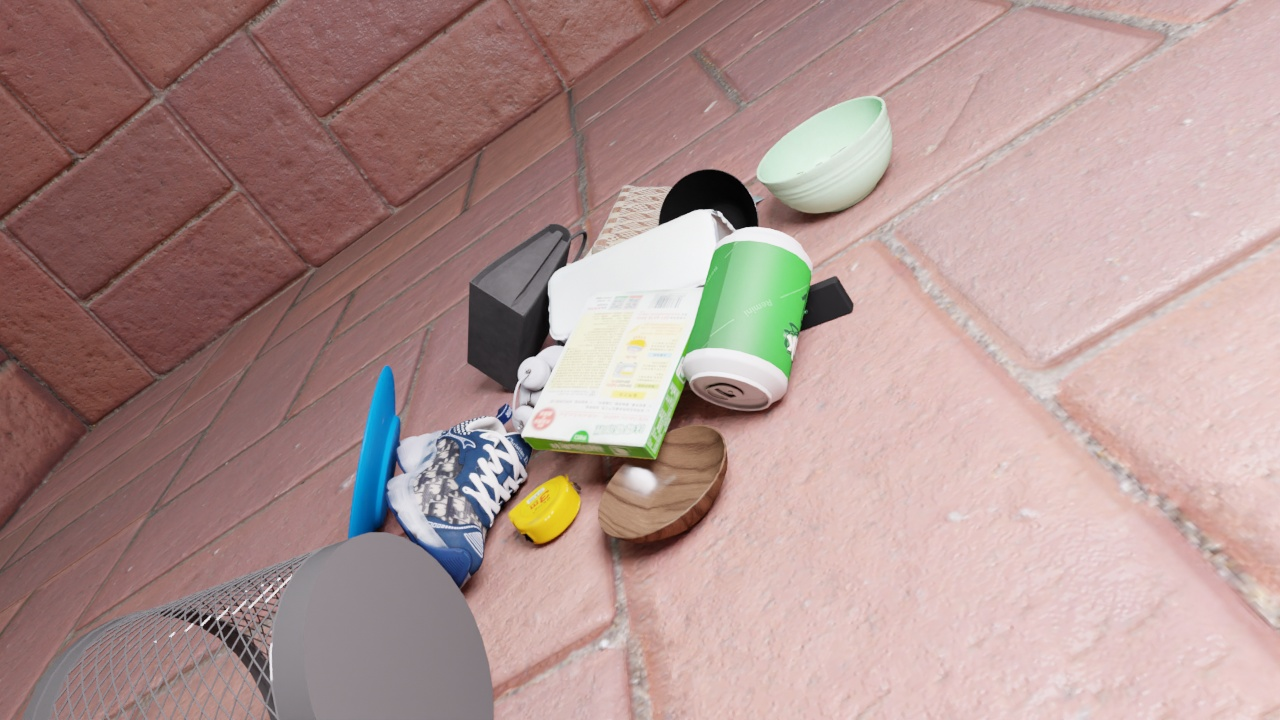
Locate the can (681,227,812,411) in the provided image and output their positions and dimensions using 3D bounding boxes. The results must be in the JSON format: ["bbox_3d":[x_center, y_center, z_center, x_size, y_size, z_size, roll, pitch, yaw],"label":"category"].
[{"bbox_3d":[0.091,-0.035,0.774,0.088,0.087,0.139,-9,58,47],"label":"can"}]

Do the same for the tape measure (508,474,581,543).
[{"bbox_3d":[-0.081,0.135,0.820,0.068,0.030,0.059,-42,24,-5],"label":"tape measure"}]

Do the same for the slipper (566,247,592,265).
[{"bbox_3d":[-0.076,-0.115,1.239,0.114,0.052,0.263,-48,26,-21],"label":"slipper"}]

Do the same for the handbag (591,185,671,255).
[{"bbox_3d":[0.018,-0.168,1.169,0.124,0.047,0.185,5,36,11],"label":"handbag"}]

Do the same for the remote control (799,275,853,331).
[{"bbox_3d":[0.120,-0.036,0.844,0.150,0.034,0.013,-21,28,32],"label":"remote control"}]

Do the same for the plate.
[{"bbox_3d":[-0.278,0.118,0.981,0.224,0.024,0.224,-172,91,-80],"label":"plate"}]

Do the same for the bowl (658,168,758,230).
[{"bbox_3d":[0.087,-0.155,1.052,0.124,0.124,0.052,-23,-5,30],"label":"bowl"}]

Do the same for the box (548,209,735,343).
[{"bbox_3d":[0.012,-0.075,0.985,0.211,0.129,0.105,-22,56,31],"label":"box"}]

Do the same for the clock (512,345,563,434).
[{"bbox_3d":[-0.087,0.033,0.909,0.035,0.094,0.122,15,11,30],"label":"clock"}]

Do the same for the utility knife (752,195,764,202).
[{"bbox_3d":[0.064,-0.157,1.098,0.219,0.015,0.031,-30,48,-24],"label":"utility knife"}]

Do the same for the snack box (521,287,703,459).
[{"bbox_3d":[-0.018,0.007,0.813,0.132,0.027,0.167,1,53,34],"label":"snack box"}]

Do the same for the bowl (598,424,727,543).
[{"bbox_3d":[0.024,0.104,0.727,0.119,0.032,0.119,-30,25,15],"label":"bowl"}]

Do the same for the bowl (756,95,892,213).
[{"bbox_3d":[0.208,-0.210,0.987,0.151,0.077,0.150,-31,25,15],"label":"bowl"}]

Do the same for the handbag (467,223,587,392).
[{"bbox_3d":[-0.120,-0.089,1.111,0.195,0.072,0.176,-53,-9,-31],"label":"handbag"}]

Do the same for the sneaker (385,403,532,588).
[{"bbox_3d":[-0.163,0.117,0.897,0.132,0.103,0.269,-31,20,-3],"label":"sneaker"}]

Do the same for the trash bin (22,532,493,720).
[{"bbox_3d":[-0.250,0.247,0.636,0.228,0.218,0.217,-25,26,17],"label":"trash bin"}]

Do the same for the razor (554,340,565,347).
[{"bbox_3d":[-0.041,-0.013,1.026,0.116,0.047,0.088,-24,26,10],"label":"razor"}]
